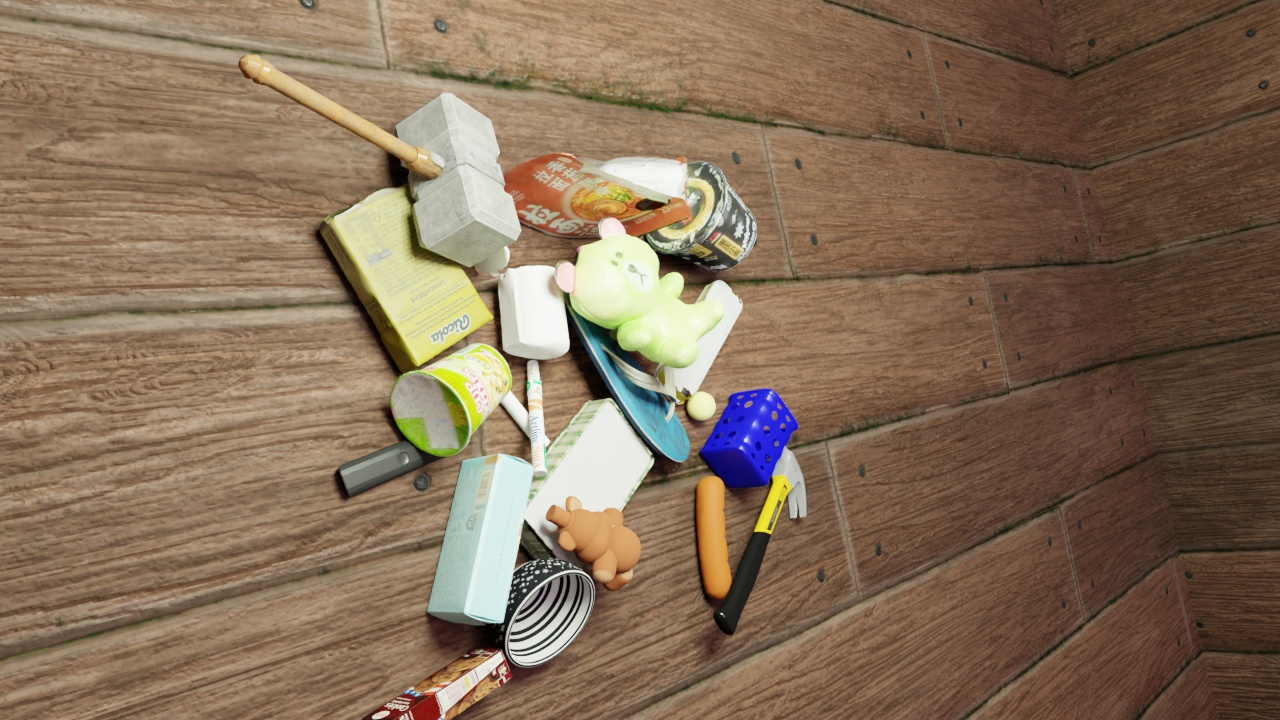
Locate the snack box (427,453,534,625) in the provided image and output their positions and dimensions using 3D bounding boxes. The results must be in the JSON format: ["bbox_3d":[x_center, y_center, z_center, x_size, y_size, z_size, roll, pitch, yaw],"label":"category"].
[{"bbox_3d":[-0.169,0.189,0.976,0.053,0.075,0.174,28,61,-37],"label":"snack box"}]

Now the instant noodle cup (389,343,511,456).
[{"bbox_3d":[-0.193,0.034,0.977,0.099,0.099,0.107,63,34,-12],"label":"instant noodle cup"}]

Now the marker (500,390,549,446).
[{"bbox_3d":[-0.151,0.051,1.066,0.133,0.017,0.020,54,12,-19],"label":"marker"}]

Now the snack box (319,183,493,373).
[{"bbox_3d":[-0.253,-0.092,0.988,0.121,0.045,0.181,-40,106,-44],"label":"snack box"}]

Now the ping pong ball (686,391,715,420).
[{"bbox_3d":[0.084,0.063,1.268,0.040,0.040,0.040,12,71,-41],"label":"ping pong ball"}]

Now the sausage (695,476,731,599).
[{"bbox_3d":[0.098,0.239,1.239,0.044,0.039,0.164,7,75,-46],"label":"sausage"}]

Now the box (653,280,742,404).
[{"bbox_3d":[0.082,-0.028,1.300,0.064,0.037,0.209,46,53,-19],"label":"box"}]

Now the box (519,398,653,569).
[{"bbox_3d":[-0.072,0.150,1.096,0.118,0.051,0.204,55,50,-23],"label":"box"}]

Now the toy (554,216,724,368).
[{"bbox_3d":[-0.006,-0.072,1.104,0.197,0.107,0.149,37,53,-4],"label":"toy"}]

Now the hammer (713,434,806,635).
[{"bbox_3d":[0.168,0.246,1.278,0.127,0.029,0.322,58,39,-23],"label":"hammer"}]

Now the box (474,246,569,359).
[{"bbox_3d":[-0.144,-0.081,1.064,0.125,0.085,0.155,3,76,-36],"label":"box"}]

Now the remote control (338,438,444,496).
[{"bbox_3d":[-0.249,0.102,0.963,0.146,0.015,0.033,-22,95,-44],"label":"remote control"}]

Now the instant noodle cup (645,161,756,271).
[{"bbox_3d":[0.093,-0.192,1.283,0.112,0.138,0.137,26,62,-46],"label":"instant noodle cup"}]

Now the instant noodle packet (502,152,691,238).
[{"bbox_3d":[-0.072,-0.207,1.102,0.220,0.165,0.084,5,78,-43],"label":"instant noodle packet"}]

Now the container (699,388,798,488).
[{"bbox_3d":[0.153,0.111,1.292,0.085,0.085,0.113,51,51,-23],"label":"container"}]

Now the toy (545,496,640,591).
[{"bbox_3d":[-0.056,0.203,1.031,0.127,0.065,0.094,34,41,-25],"label":"toy"}]

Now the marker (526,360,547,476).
[{"bbox_3d":[-0.121,0.065,1.065,0.017,0.017,0.145,20,50,-39],"label":"marker"}]

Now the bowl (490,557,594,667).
[{"bbox_3d":[-0.117,0.265,1.003,0.119,0.066,0.120,-25,130,-35],"label":"bowl"}]

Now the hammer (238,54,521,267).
[{"bbox_3d":[-0.255,-0.218,0.896,0.317,0.083,0.162,22,46,-59],"label":"hammer"}]

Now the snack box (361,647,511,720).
[{"bbox_3d":[-0.202,0.339,0.923,0.140,0.051,0.032,-23,95,-44],"label":"snack box"}]

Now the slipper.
[{"bbox_3d":[-0.007,0.007,1.160,0.295,0.060,0.118,57,23,-14],"label":"slipper"}]
